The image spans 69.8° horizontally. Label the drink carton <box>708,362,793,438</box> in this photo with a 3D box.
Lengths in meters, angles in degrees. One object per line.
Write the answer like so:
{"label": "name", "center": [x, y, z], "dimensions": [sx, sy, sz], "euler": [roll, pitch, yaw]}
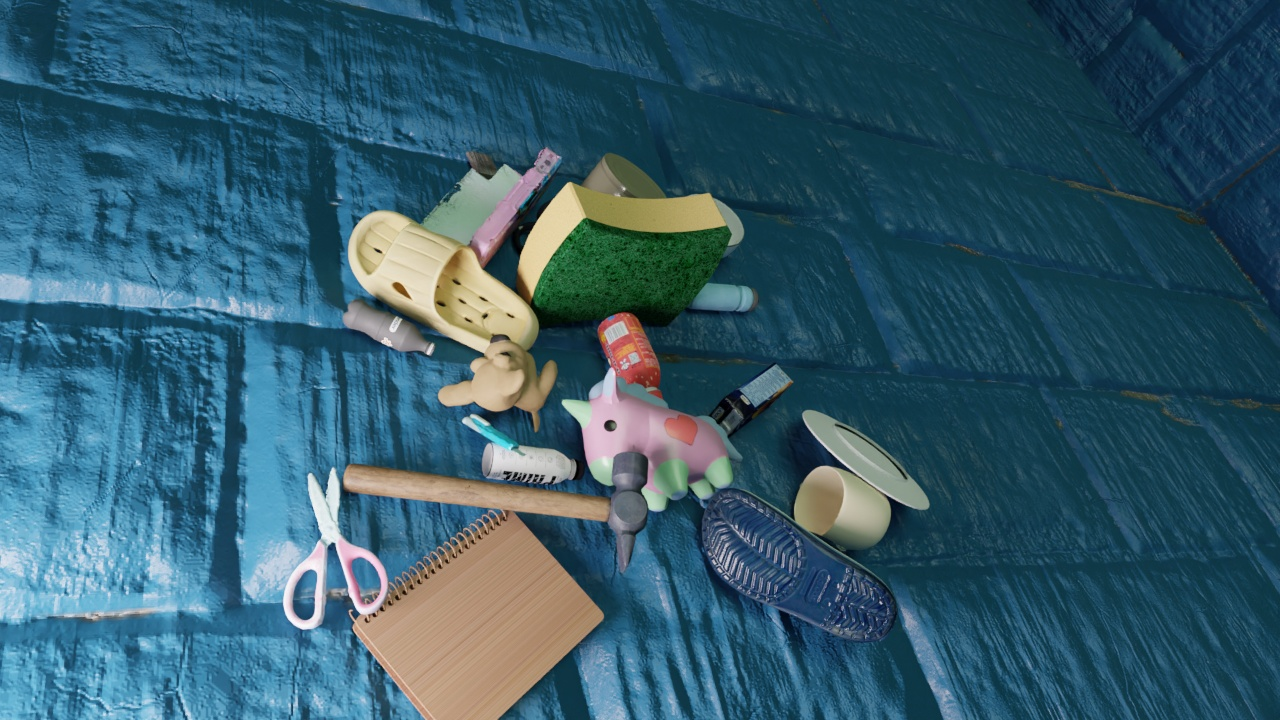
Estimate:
{"label": "drink carton", "center": [0.148, 0.056, 1.254], "dimensions": [0.040, 0.064, 0.129], "euler": [47, 45, 13]}

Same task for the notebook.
{"label": "notebook", "center": [-0.160, 0.258, 0.924], "dimensions": [0.169, 0.022, 0.209], "euler": [46, 45, 10]}

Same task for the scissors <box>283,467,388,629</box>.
{"label": "scissors", "center": [-0.317, 0.179, 0.894], "dimensions": [0.105, 0.016, 0.179], "euler": [-21, 58, -19]}

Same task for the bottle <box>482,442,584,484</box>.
{"label": "bottle", "center": [-0.121, 0.120, 1.053], "dimensions": [0.116, 0.041, 0.041], "euler": [10, 49, -24]}

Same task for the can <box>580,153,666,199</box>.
{"label": "can", "center": [-0.027, -0.239, 1.368], "dimensions": [0.127, 0.073, 0.127], "euler": [34, 26, -20]}

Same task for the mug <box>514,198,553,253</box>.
{"label": "mug", "center": [-0.125, -0.175, 1.293], "dimensions": [0.105, 0.071, 0.077], "euler": [-8, 54, -4]}

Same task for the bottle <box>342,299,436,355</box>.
{"label": "bottle", "center": [-0.295, -0.036, 1.084], "dimensions": [0.110, 0.036, 0.036], "euler": [26, 44, -10]}

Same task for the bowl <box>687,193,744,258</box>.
{"label": "bowl", "center": [0.101, -0.202, 1.448], "dimensions": [0.113, 0.063, 0.113], "euler": [16, 47, -18]}

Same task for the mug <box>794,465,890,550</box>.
{"label": "mug", "center": [0.263, 0.192, 1.195], "dimensions": [0.099, 0.096, 0.120], "euler": [21, 7, -25]}

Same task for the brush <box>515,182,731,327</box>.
{"label": "brush", "center": [-0.025, -0.132, 1.215], "dimensions": [0.249, 0.196, 0.075], "euler": [-2, 55, -33]}

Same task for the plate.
{"label": "plate", "center": [0.312, 0.129, 1.258], "dimensions": [0.208, 0.015, 0.208], "euler": [32, 16, -10]}

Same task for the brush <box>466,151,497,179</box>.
{"label": "brush", "center": [-0.213, -0.249, 1.335], "dimensions": [0.038, 0.012, 0.151], "euler": [-6, 58, -35]}

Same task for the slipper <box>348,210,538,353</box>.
{"label": "slipper", "center": [-0.239, -0.094, 1.122], "dimensions": [0.261, 0.079, 0.111], "euler": [33, 70, -7]}

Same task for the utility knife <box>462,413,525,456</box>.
{"label": "utility knife", "center": [-0.163, 0.084, 1.027], "dimensions": [0.022, 0.015, 0.124], "euler": [8, 10, -38]}

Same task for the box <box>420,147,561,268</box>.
{"label": "box", "center": [-0.208, -0.220, 1.245], "dimensions": [0.105, 0.087, 0.229], "euler": [35, 49, -7]}

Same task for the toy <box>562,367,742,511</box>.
{"label": "toy", "center": [0.021, 0.093, 1.121], "dimensions": [0.221, 0.120, 0.171], "euler": [-8, 68, -35]}

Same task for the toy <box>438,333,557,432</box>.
{"label": "toy", "center": [-0.153, 0.025, 1.084], "dimensions": [0.108, 0.134, 0.105], "euler": [21, 63, -51]}

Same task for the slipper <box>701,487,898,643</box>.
{"label": "slipper", "center": [0.184, 0.249, 1.097], "dimensions": [0.253, 0.105, 0.095], "euler": [32, 4, 14]}

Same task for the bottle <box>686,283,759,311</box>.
{"label": "bottle", "center": [0.126, -0.095, 1.389], "dimensions": [0.129, 0.040, 0.040], "euler": [1, 53, -31]}

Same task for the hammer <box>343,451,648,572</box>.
{"label": "hammer", "center": [-0.151, 0.145, 0.976], "dimensions": [0.321, 0.040, 0.129], "euler": [9, 59, -9]}

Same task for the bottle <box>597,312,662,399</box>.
{"label": "bottle", "center": [-0.007, 0.007, 1.205], "dimensions": [0.061, 0.062, 0.137], "euler": [-3, 56, -33]}
